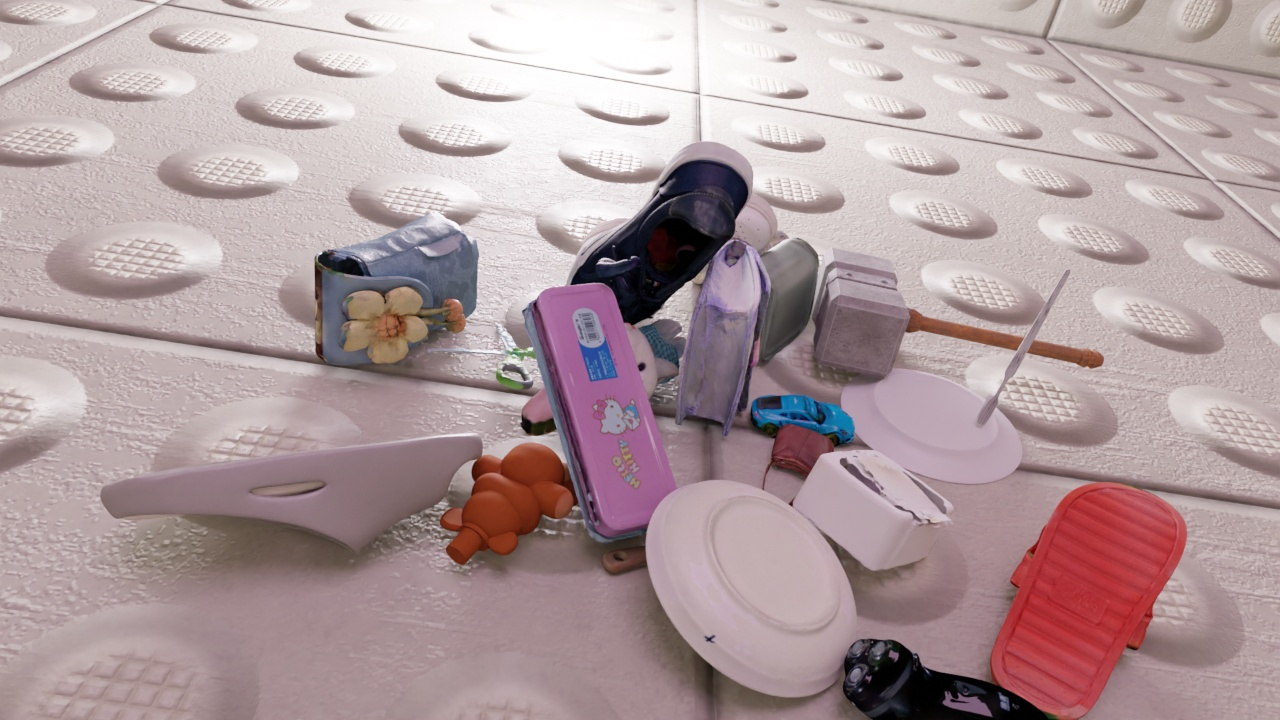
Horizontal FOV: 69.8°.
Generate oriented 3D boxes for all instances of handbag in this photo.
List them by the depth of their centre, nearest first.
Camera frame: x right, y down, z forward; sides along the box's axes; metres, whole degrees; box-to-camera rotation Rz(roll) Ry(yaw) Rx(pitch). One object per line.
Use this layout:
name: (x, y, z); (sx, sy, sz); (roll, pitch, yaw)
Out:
handbag: (0.133, 0.106, 0.832); (0.055, 0.029, 0.119); (20, 41, 17)
handbag: (0.082, -0.022, 0.882); (0.069, 0.159, 0.126); (11, 34, 7)
handbag: (-0.228, -0.064, 0.900); (0.119, 0.122, 0.191); (28, 33, 25)
handbag: (0.142, -0.070, 1.016); (0.067, 0.106, 0.121); (26, 37, 25)

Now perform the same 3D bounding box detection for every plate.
plate: (0.092, 0.157, 0.683); (0.182, 0.034, 0.182); (21, 38, -18)
plate: (0.303, 0.057, 0.951); (0.188, 0.016, 0.188); (7, 34, -5)

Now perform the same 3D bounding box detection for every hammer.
hammer: (0.355, -0.032, 1.020); (0.318, 0.083, 0.162); (12, 27, 2)

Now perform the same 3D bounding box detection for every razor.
razor: (0.211, 0.231, 0.633); (0.140, 0.064, 0.052); (14, 35, 6)

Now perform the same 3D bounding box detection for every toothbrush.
toothbrush: (0.369, -0.011, 0.889); (0.010, 0.182, 0.010); (19, 32, 3)

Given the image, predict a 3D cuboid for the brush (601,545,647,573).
brush: (0.039, 0.150, 0.749); (0.151, 0.012, 0.039); (-7, 38, -23)

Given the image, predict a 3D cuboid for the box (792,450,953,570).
box: (0.204, 0.109, 0.762); (0.107, 0.091, 0.102); (0, 29, -46)

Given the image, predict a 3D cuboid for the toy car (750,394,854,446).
toy car: (0.162, 0.055, 0.904); (0.105, 0.032, 0.048); (10, 34, -3)

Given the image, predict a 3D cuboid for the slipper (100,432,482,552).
slipper: (-0.247, 0.107, 0.685); (0.265, 0.080, 0.113); (-5, -7, -28)

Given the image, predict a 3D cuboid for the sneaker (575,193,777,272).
sneaker: (0.031, -0.113, 1.010); (0.237, 0.090, 0.104); (-5, 36, 26)

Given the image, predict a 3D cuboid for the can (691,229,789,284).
can: (0.123, -0.130, 1.142); (0.135, 0.054, 0.054); (-13, 41, -29)

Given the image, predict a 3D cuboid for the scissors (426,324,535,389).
scissors: (-0.124, -0.006, 0.906); (0.172, 0.021, 0.171); (-2, 24, -17)

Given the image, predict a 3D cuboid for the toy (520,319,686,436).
toy: (-0.005, 0.005, 0.870); (0.131, 0.106, 0.204); (27, 39, 18)

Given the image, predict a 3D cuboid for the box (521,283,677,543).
box: (-0.037, 0.041, 0.755); (0.077, 0.065, 0.214); (-3, 67, -39)

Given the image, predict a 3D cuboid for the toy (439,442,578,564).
toy: (-0.104, 0.117, 0.730); (0.095, 0.065, 0.127); (19, 44, 24)

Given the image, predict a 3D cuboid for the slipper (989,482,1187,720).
slipper: (0.352, 0.192, 0.735); (0.103, 0.059, 0.248); (31, 55, 28)

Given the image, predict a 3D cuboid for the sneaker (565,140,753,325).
sneaker: (-0.003, -0.077, 0.869); (0.120, 0.295, 0.127); (25, 57, -18)
